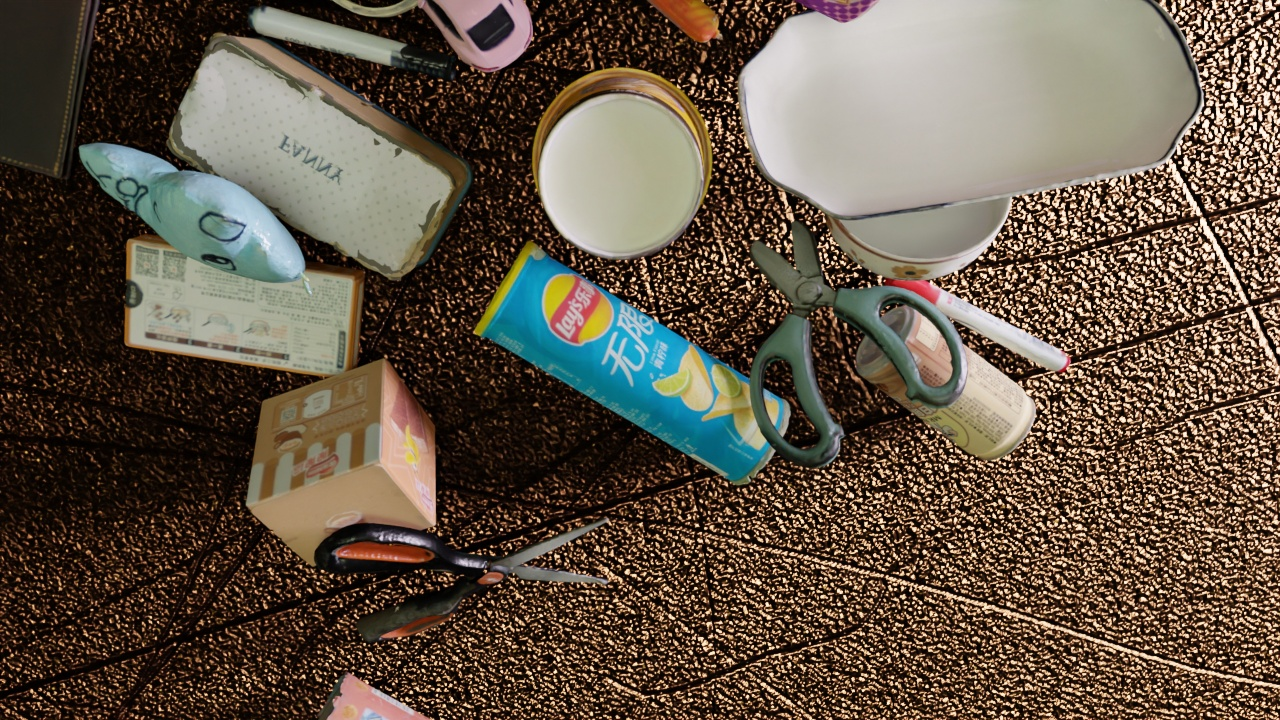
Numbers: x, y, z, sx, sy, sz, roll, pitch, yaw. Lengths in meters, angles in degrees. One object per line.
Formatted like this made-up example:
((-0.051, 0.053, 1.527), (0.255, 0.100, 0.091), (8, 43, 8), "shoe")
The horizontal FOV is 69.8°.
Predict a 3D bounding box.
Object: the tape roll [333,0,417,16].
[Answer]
((-0.166, -0.258, 0.567), (0.086, 0.014, 0.086), (0, 108, -1), "tape roll")

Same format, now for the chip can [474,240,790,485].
((-0.004, 0.004, 0.622), (0.210, 0.071, 0.071), (31, 104, -10), "chip can")

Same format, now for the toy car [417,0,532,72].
((-0.114, -0.232, 0.553), (0.056, 0.037, 0.122), (-38, 119, 1), "toy car")

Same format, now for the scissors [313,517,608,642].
((-0.127, 0.157, 0.652), (0.233, 0.021, 0.221), (21, 133, -39), "scissors")

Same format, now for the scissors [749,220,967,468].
((0.113, -0.007, 0.601), (0.172, 0.019, 0.176), (-47, 70, 0), "scissors")

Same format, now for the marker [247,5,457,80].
((-0.182, -0.202, 0.581), (0.130, 0.023, 0.018), (13, 78, -6), "marker")

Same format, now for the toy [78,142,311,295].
((-0.262, -0.085, 0.551), (0.156, 0.161, 0.049), (30, 79, -11), "toy")

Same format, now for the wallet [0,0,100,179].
((-0.406, -0.188, 0.585), (0.096, 0.020, 0.122), (17, 106, -11), "wallet")

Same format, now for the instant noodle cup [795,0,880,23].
((0.103, -0.256, 0.527), (0.099, 0.111, 0.112), (26, 105, -16), "instant noodle cup")

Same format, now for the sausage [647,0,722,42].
((-0.013, -0.252, 0.567), (0.165, 0.021, 0.021), (37, 103, -12), "sausage")

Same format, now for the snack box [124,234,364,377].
((-0.271, -0.036, 0.629), (0.153, 0.026, 0.075), (9, 107, -4), "snack box")

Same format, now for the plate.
((0.193, -0.157, 0.559), (0.266, 0.034, 0.161), (-11, 66, 1), "plate")

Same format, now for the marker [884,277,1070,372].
((0.237, -0.028, 0.643), (0.145, 0.017, 0.017), (26, 105, -9), "marker")

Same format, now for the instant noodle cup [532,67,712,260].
((-0.011, -0.117, 0.561), (0.118, 0.114, 0.118), (0, 108, -1), "instant noodle cup")

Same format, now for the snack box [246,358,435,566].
((-0.196, 0.068, 0.617), (0.093, 0.094, 0.077), (-19, 135, 5), "snack box")

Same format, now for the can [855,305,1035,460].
((0.210, 0.016, 0.634), (0.116, 0.058, 0.058), (35, 104, -10), "can")

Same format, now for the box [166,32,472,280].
((-0.195, -0.126, 0.586), (0.184, 0.062, 0.090), (32, 105, -12), "box")

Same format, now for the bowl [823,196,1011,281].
((0.172, -0.096, 0.587), (0.113, 0.062, 0.113), (-3, 66, 6), "bowl")

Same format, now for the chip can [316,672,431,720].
((-0.158, 0.328, 0.723), (0.214, 0.071, 0.071), (34, 104, -10), "chip can")
